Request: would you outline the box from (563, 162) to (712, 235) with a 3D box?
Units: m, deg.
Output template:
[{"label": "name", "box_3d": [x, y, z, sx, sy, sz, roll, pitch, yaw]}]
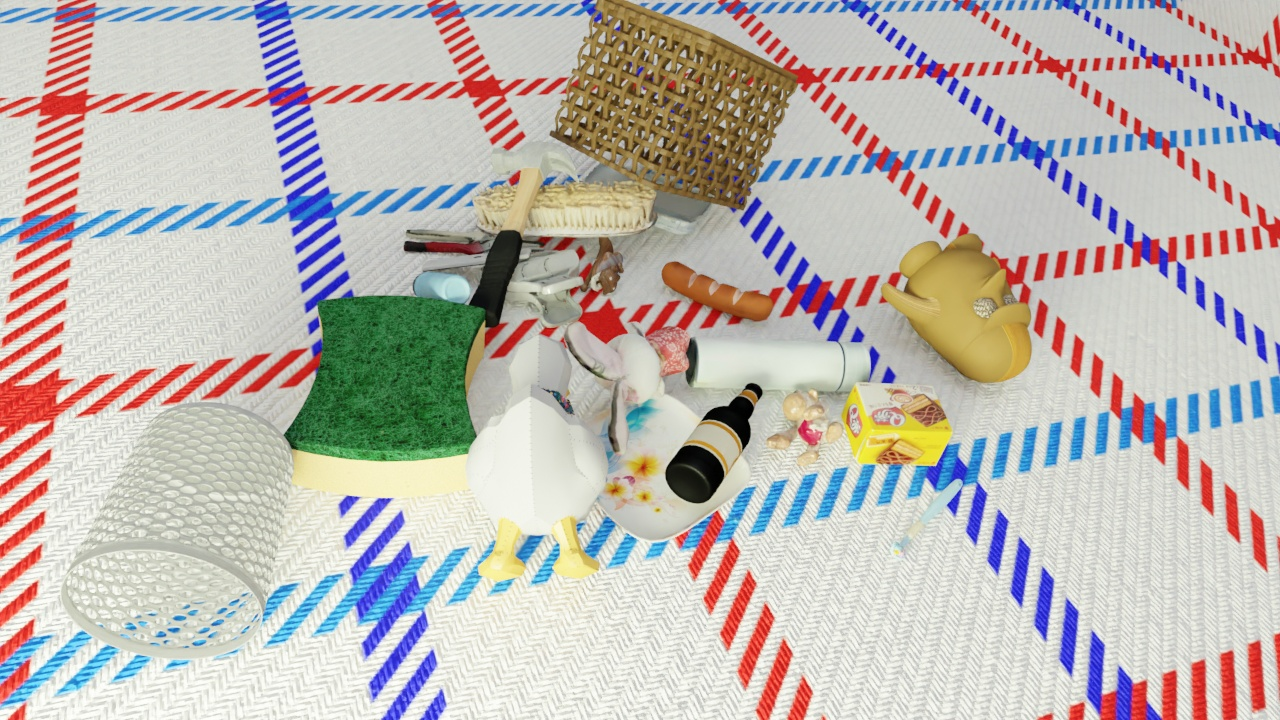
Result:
[{"label": "box", "box_3d": [-0.002, -0.252, 1.432, 0.210, 0.061, 0.192, 20, 24, 9]}]

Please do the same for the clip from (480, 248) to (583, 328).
[{"label": "clip", "box_3d": [-0.133, -0.109, 1.242, 0.124, 0.074, 0.144, -19, 40, -25]}]

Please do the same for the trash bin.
[{"label": "trash bin", "box_3d": [-0.406, 0.148, 0.835, 0.156, 0.157, 0.183, 3, 40, -9]}]

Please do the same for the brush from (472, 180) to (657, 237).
[{"label": "brush", "box_3d": [-0.109, -0.216, 1.320, 0.271, 0.057, 0.083, 2, 42, 12]}]

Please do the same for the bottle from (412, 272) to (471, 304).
[{"label": "bottle", "box_3d": [-0.257, -0.092, 1.170, 0.040, 0.040, 0.130, -19, 16, -29]}]

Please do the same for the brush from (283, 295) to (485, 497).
[{"label": "brush", "box_3d": [-0.279, 0.034, 1.039, 0.195, 0.075, 0.249, 2, 43, -9]}]

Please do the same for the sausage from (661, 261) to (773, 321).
[{"label": "sausage", "box_3d": [0.105, -0.095, 1.279, 0.164, 0.045, 0.039, 22, 33, 12]}]

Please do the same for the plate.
[{"label": "plate", "box_3d": [0.014, 0.120, 1.050, 0.186, 0.016, 0.187, -28, 55, -34]}]

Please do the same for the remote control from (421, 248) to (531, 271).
[{"label": "remote control", "box_3d": [-0.223, -0.137, 1.250, 0.146, 0.008, 0.045, -7, 18, 0]}]

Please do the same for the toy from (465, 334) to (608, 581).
[{"label": "toy", "box_3d": [-0.104, 0.085, 0.934, 0.141, 0.247, 0.267, -1, 70, -3]}]

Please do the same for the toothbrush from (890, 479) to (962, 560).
[{"label": "toothbrush", "box_3d": [0.331, 0.178, 1.053, 0.154, 0.016, 0.022, -34, 90, -37]}]

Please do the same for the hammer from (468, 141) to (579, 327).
[{"label": "hammer", "box_3d": [-0.170, -0.176, 1.228, 0.131, 0.039, 0.327, 1, 52, 14]}]

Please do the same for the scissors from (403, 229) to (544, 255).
[{"label": "scissors", "box_3d": [-0.239, -0.163, 1.300, 0.188, 0.015, 0.146, 26, 47, 19]}]

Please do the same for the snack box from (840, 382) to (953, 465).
[{"label": "snack box", "box_3d": [0.312, 0.077, 1.123, 0.105, 0.061, 0.083, 3, 43, -8]}]

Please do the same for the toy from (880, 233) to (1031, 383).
[{"label": "toy", "box_3d": [0.449, -0.065, 1.246, 0.198, 0.163, 0.203, -12, 58, -20]}]

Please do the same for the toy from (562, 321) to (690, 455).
[{"label": "toy", "box_3d": [-0.006, 0.006, 1.080, 0.193, 0.084, 0.159, -34, 103, -53]}]

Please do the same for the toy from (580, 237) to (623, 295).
[{"label": "toy", "box_3d": [-0.049, -0.132, 1.293, 0.055, 0.042, 0.101, 2, 47, 24]}]

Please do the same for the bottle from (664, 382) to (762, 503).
[{"label": "bottle", "box_3d": [0.094, 0.084, 1.046, 0.059, 0.059, 0.181, 26, 44, 16]}]

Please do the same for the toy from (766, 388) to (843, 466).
[{"label": "toy", "box_3d": [0.201, 0.066, 1.104, 0.074, 0.085, 0.105, 30, 31, -11]}]

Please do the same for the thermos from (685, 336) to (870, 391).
[{"label": "thermos", "box_3d": [0.175, 0.005, 1.170, 0.230, 0.068, 0.067, 2, 43, -10]}]

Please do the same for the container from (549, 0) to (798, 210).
[{"label": "container", "box_3d": [0.052, -0.379, 1.368, 0.220, 0.214, 0.251, 34, 21, 33]}]
